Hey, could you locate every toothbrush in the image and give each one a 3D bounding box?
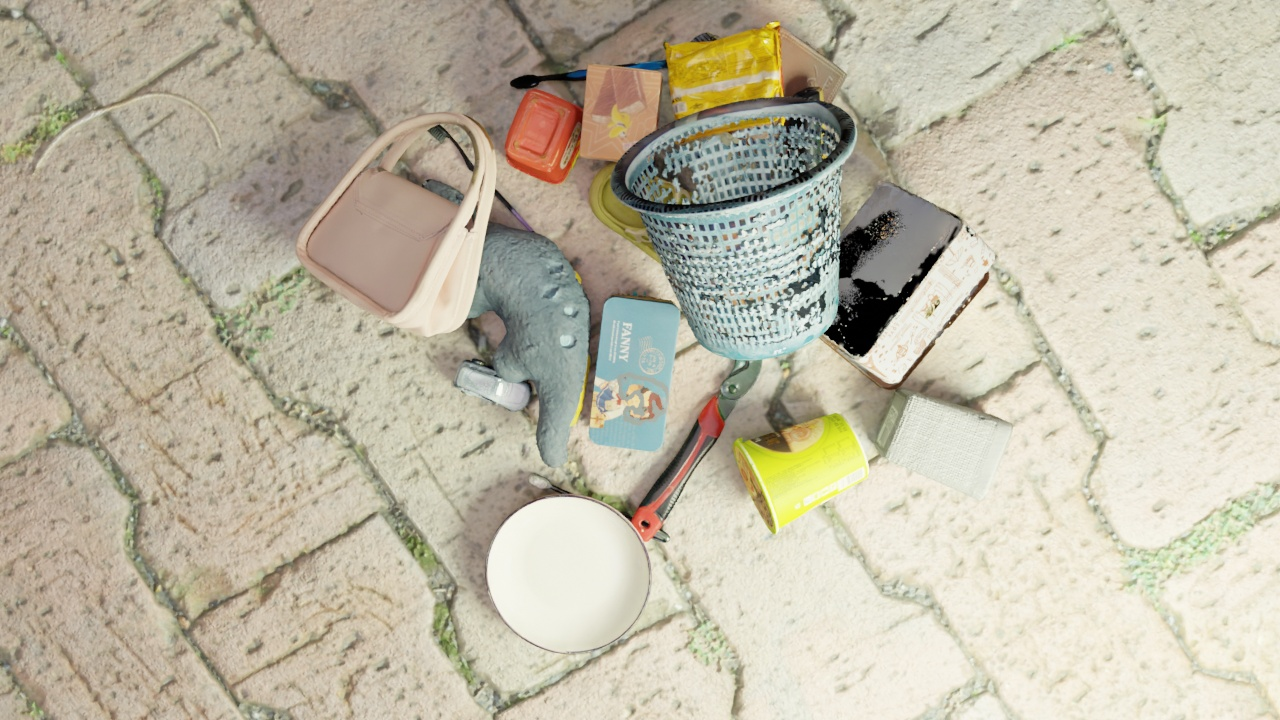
[{"bbox_3d":[-0.178,-0.203,1.039,0.017,0.014,0.189,-42,93,13],"label":"toothbrush"},{"bbox_3d":[-0.052,-0.320,1.025,0.189,0.016,0.014,-7,86,0],"label":"toothbrush"},{"bbox_3d":[-0.048,0.173,1.069,0.181,0.018,0.015,24,88,-2],"label":"toothbrush"}]

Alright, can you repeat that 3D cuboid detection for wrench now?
[{"bbox_3d":[0.065,0.089,1.053,0.056,0.016,0.273,29,94,-1],"label":"wrench"}]

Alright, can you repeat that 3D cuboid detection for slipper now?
[{"bbox_3d":[0.028,-0.152,1.004,0.190,0.081,0.092,29,98,2],"label":"slipper"}]

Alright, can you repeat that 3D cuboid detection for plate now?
[{"bbox_3d":[-0.082,0.242,1.061,0.192,0.039,0.192,1,99,5],"label":"plate"}]

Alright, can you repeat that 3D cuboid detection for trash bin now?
[{"bbox_3d":[0.103,-0.118,0.888,0.226,0.226,0.195,-15,125,3],"label":"trash bin"}]

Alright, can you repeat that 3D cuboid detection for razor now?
[{"bbox_3d":[0.183,-0.209,0.992,0.067,0.062,0.167,-15,109,-38],"label":"razor"}]

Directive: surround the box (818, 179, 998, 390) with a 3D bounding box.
[{"bbox_3d":[0.282,-0.066,0.995,0.177,0.153,0.182,29,102,-41],"label":"box"}]

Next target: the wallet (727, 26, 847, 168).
[{"bbox_3d":[0.157,-0.282,0.998,0.101,0.032,0.124,25,99,-21],"label":"wallet"}]

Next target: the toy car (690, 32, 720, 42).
[{"bbox_3d":[0.089,-0.309,1.007,0.049,0.031,0.105,-44,107,4],"label":"toy car"}]

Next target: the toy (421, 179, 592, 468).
[{"bbox_3d":[-0.130,-0.062,1.014,0.138,0.091,0.356,-29,88,17],"label":"toy"}]

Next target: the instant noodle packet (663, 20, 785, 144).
[{"bbox_3d":[0.086,-0.285,0.953,0.129,0.044,0.111,-4,93,20],"label":"instant noodle packet"}]

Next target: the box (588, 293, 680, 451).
[{"bbox_3d":[-0.006,0.006,1.019,0.090,0.061,0.184,5,104,0],"label":"box"}]

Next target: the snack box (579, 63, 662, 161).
[{"bbox_3d":[-0.019,-0.262,0.981,0.077,0.092,0.094,7,104,1],"label":"snack box"}]

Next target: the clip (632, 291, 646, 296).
[{"bbox_3d":[-0.001,-0.052,1.047,0.040,0.014,0.056,-2,95,2],"label":"clip"}]

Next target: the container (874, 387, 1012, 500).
[{"bbox_3d":[0.328,0.086,1.010,0.114,0.090,0.090,21,95,3],"label":"container"}]

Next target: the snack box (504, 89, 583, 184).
[{"bbox_3d":[-0.107,-0.246,0.999,0.082,0.080,0.091,23,96,1],"label":"snack box"}]

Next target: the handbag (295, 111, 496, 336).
[{"bbox_3d":[-0.242,-0.159,0.979,0.193,0.093,0.234,28,93,26],"label":"handbag"}]

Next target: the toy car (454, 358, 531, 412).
[{"bbox_3d":[-0.169,0.029,1.052,0.090,0.034,0.043,21,92,-1],"label":"toy car"}]

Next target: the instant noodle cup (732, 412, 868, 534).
[{"bbox_3d":[0.180,0.116,1.015,0.123,0.112,0.111,-23,94,-5],"label":"instant noodle cup"}]
